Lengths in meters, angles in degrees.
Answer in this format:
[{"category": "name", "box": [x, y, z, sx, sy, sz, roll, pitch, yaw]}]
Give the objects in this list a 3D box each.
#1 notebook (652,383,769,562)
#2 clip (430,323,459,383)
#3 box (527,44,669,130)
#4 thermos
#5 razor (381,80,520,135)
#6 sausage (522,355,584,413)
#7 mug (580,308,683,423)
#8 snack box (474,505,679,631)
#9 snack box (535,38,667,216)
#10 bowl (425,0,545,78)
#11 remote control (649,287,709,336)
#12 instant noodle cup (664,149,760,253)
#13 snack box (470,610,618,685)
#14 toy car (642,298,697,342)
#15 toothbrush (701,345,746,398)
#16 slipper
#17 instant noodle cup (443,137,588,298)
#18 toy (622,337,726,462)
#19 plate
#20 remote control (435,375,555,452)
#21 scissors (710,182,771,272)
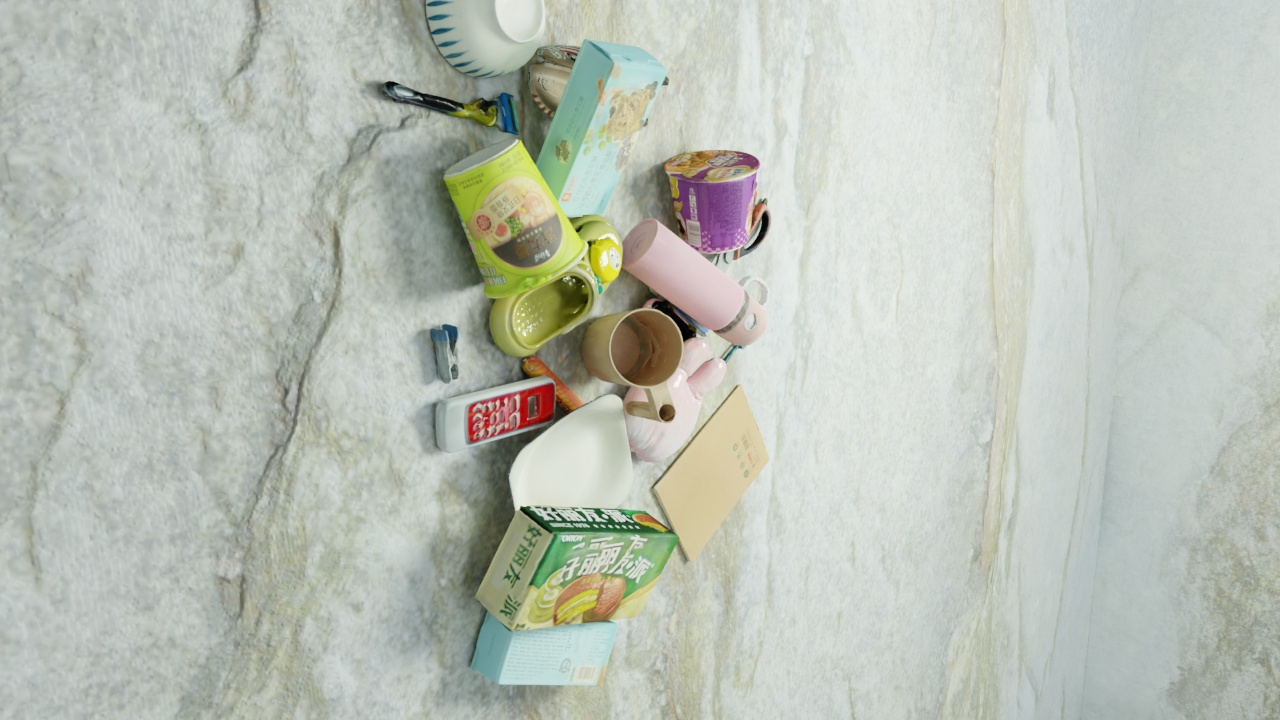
[{"category": "notebook", "box": [0.102, 0.152, 1.249, 0.207, 0.008, 0.148, -47, 129, -30]}, {"category": "clip", "box": [-0.188, -0.006, 0.887, 0.038, 0.026, 0.058, -28, 122, -49]}, {"category": "box", "box": [-0.047, -0.276, 0.952, 0.162, 0.076, 0.087, -8, 118, -47]}, {"category": "thermos", "box": [0.072, -0.094, 1.067, 0.198, 0.067, 0.087, 32, 87, -30]}, {"category": "razor", "box": [-0.176, -0.236, 0.849, 0.142, 0.022, 0.042, -2, 73, -44]}, {"category": "sausage", "box": [-0.081, 0.043, 1.014, 0.165, 0.021, 0.021, 49, 63, -41]}, {"category": "mug", "box": [-0.006, 0.006, 1.001, 0.084, 0.104, 0.124, -21, 98, -20]}, {"category": "snack box", "box": [-0.062, 0.225, 1.007, 0.239, 0.063, 0.114, 17, 102, -55]}, {"category": "snack box", "box": [-0.046, -0.226, 0.911, 0.074, 0.051, 0.175, -13, 140, -45]}, {"category": "bowl", "box": [-0.131, -0.322, 0.845, 0.116, 0.066, 0.116, -13, 108, -45]}, {"category": "remote control", "box": [0.055, -0.078, 1.133, 0.125, 0.024, 0.049, 38, 70, -44]}, {"category": "instant noodle cup", "box": [0.087, -0.187, 1.090, 0.111, 0.112, 0.099, -35, 132, -38]}, {"category": "snack box", "box": [-0.104, 0.319, 1.028, 0.174, 0.052, 0.074, 24, 79, -48]}, {"category": "toy car", "box": [0.030, -0.034, 1.109, 0.122, 0.037, 0.056, 38, 75, -56]}, {"category": "toothbrush", "box": [0.096, 0.025, 1.209, 0.191, 0.016, 0.018, -50, 141, -29]}, {"category": "slipper", "box": [-0.073, -0.073, 0.956, 0.190, 0.082, 0.092, -47, 132, -27]}, {"category": "instant noodle cup", "box": [-0.126, -0.139, 0.871, 0.111, 0.112, 0.123, -43, 119, -33]}, {"category": "toy", "box": [0.039, 0.048, 1.108, 0.159, 0.054, 0.121, -49, 135, -7]}, {"category": "plate", "box": [-0.080, 0.123, 1.010, 0.163, 0.034, 0.164, -33, 131, -32]}, {"category": "remote control", "box": [-0.145, 0.054, 0.933, 0.135, 0.020, 0.056, -14, 118, -38]}, {"category": "scissors", "box": [0.109, -0.153, 1.165, 0.208, 0.015, 0.185, -6, 98, -52]}]
